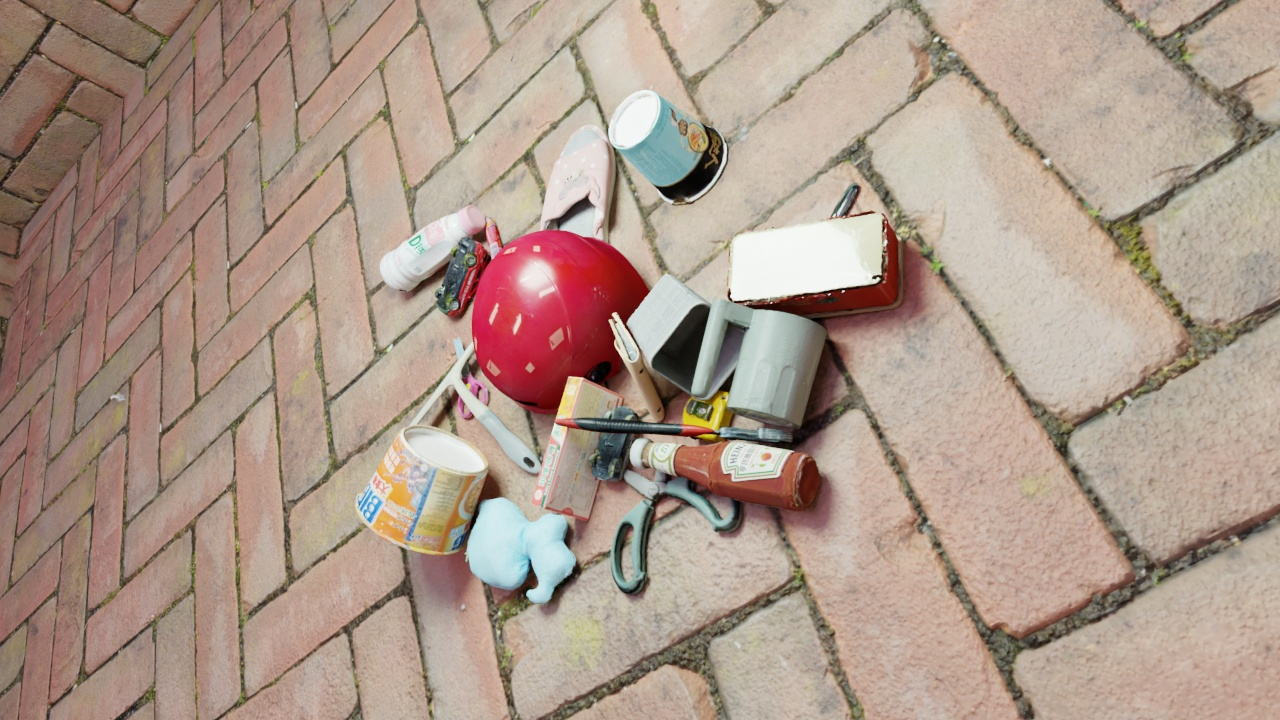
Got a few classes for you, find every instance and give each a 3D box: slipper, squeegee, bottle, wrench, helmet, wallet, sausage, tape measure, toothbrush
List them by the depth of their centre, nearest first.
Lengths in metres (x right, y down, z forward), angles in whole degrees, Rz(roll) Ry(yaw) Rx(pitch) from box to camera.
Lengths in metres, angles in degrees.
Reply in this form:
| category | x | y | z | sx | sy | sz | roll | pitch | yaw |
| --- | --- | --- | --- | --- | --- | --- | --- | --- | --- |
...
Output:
| category | x | y | z | sx | sy | sz | roll | pitch | yaw |
| --- | --- | --- | --- | --- | --- | --- | --- | --- | --- |
| bottle | 0.080 | 0.109 | 0.942 | 0.206 | 0.059 | 0.059 | 7 | 76 | 36 |
| wrench | 0.031 | 0.074 | 0.976 | 0.274 | 0.056 | 0.016 | 1 | 80 | 27 |
| toothbrush | 0.187 | -0.114 | 0.992 | 0.016 | 0.018 | 0.181 | 32 | 92 | 47 |
| tape measure | 0.073 | 0.059 | 1.005 | 0.057 | 0.029 | 0.060 | 10 | 78 | 43 |
| wallet | -0.006 | 0.006 | 1.041 | 0.024 | 0.115 | 0.087 | -24 | 49 | 1 |
| helmet | -0.123 | -0.052 | 1.118 | 0.207 | 0.143 | 0.240 | 37 | 99 | 27 |
| squeegee | -0.207 | 0.071 | 1.219 | 0.246 | 0.039 | 0.246 | -52 | 52 | 6 |
| slipper | -0.087 | -0.204 | 1.239 | 0.114 | 0.054 | 0.274 | -15 | 64 | 36 |
| sausage | -0.212 | -0.161 | 1.353 | 0.020 | 0.020 | 0.155 | -36 | 51 | 24 |
| bottle | -0.318 | -0.174 | 1.412 | 0.197 | 0.068 | 0.068 | -27 | 56 | 32 |

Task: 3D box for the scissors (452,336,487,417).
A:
| category | x | y | z | sx | sy | sz | roll | pitch | yaw |
| --- | --- | --- | --- | --- | --- | --- | --- | --- | --- |
| scissors | -0.251 | 0.021 | 1.306 | 0.063 | 0.017 | 0.135 | -42 | 54 | 23 |

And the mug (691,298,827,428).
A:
| category | x | y | z | sx | sy | sz | roll | pitch | yaw |
| --- | --- | --- | --- | --- | --- | --- | --- | --- | --- |
| mug | 0.119 | 0.004 | 0.931 | 0.084 | 0.124 | 0.103 | 154 | 132 | -77 |

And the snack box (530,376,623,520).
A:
| category | x | y | z | sx | sy | sz | roll | pitch | yaw |
| --- | --- | --- | --- | --- | --- | --- | --- | --- | --- |
| snack box | -0.072 | 0.104 | 1.077 | 0.027 | 0.077 | 0.155 | 7 | 76 | 42 |

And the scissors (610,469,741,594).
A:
| category | x | y | z | sx | sy | sz | roll | pitch | yaw |
| --- | --- | --- | --- | --- | --- | --- | --- | --- | --- |
| scissors | 0.030 | 0.181 | 0.997 | 0.174 | 0.019 | 0.170 | 15 | 83 | 42 |

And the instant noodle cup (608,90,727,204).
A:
| category | x | y | z | sx | sy | sz | roll | pitch | yaw |
| --- | --- | --- | --- | --- | --- | --- | --- | --- | --- |
| instant noodle cup | 0.027 | -0.265 | 1.121 | 0.111 | 0.120 | 0.111 | -18 | 61 | 35 |

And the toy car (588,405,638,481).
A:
| category | x | y | z | sx | sy | sz | roll | pitch | yaw |
| --- | --- | --- | --- | --- | --- | --- | --- | --- | --- |
| toy car | -0.027 | 0.098 | 1.071 | 0.043 | 0.034 | 0.090 | 5 | 73 | 44 |

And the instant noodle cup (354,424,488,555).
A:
| category | x | y | z | sx | sy | sz | roll | pitch | yaw |
| --- | --- | --- | --- | --- | --- | --- | --- | --- | --- |
| instant noodle cup | -0.268 | 0.158 | 1.161 | 0.151 | 0.151 | 0.111 | 38 | 106 | 43 |

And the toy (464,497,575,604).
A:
| category | x | y | z | sx | sy | sz | roll | pitch | yaw |
| --- | --- | --- | --- | --- | --- | --- | --- | --- | --- |
| toy | -0.152 | 0.228 | 1.112 | 0.156 | 0.050 | 0.161 | -29 | 56 | 16 |

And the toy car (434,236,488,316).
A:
| category | x | y | z | sx | sy | sz | roll | pitch | yaw |
| --- | --- | --- | --- | --- | --- | --- | --- | --- | --- |
| toy car | -0.264 | -0.122 | 1.363 | 0.053 | 0.045 | 0.120 | 37 | 105 | 46 |

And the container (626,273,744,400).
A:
| category | x | y | z | sx | sy | sz | roll | pitch | yaw |
| --- | --- | --- | --- | --- | --- | --- | --- | --- | --- |
| container | 0.048 | -0.031 | 1.011 | 0.090 | 0.090 | 0.114 | -51 | 29 | 9 |

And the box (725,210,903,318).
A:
| category | x | y | z | sx | sy | sz | roll | pitch | yaw |
| --- | --- | --- | --- | --- | --- | --- | --- | --- | --- |
| box | 0.174 | -0.097 | 0.935 | 0.169 | 0.079 | 0.091 | -6 | 69 | 30 |
